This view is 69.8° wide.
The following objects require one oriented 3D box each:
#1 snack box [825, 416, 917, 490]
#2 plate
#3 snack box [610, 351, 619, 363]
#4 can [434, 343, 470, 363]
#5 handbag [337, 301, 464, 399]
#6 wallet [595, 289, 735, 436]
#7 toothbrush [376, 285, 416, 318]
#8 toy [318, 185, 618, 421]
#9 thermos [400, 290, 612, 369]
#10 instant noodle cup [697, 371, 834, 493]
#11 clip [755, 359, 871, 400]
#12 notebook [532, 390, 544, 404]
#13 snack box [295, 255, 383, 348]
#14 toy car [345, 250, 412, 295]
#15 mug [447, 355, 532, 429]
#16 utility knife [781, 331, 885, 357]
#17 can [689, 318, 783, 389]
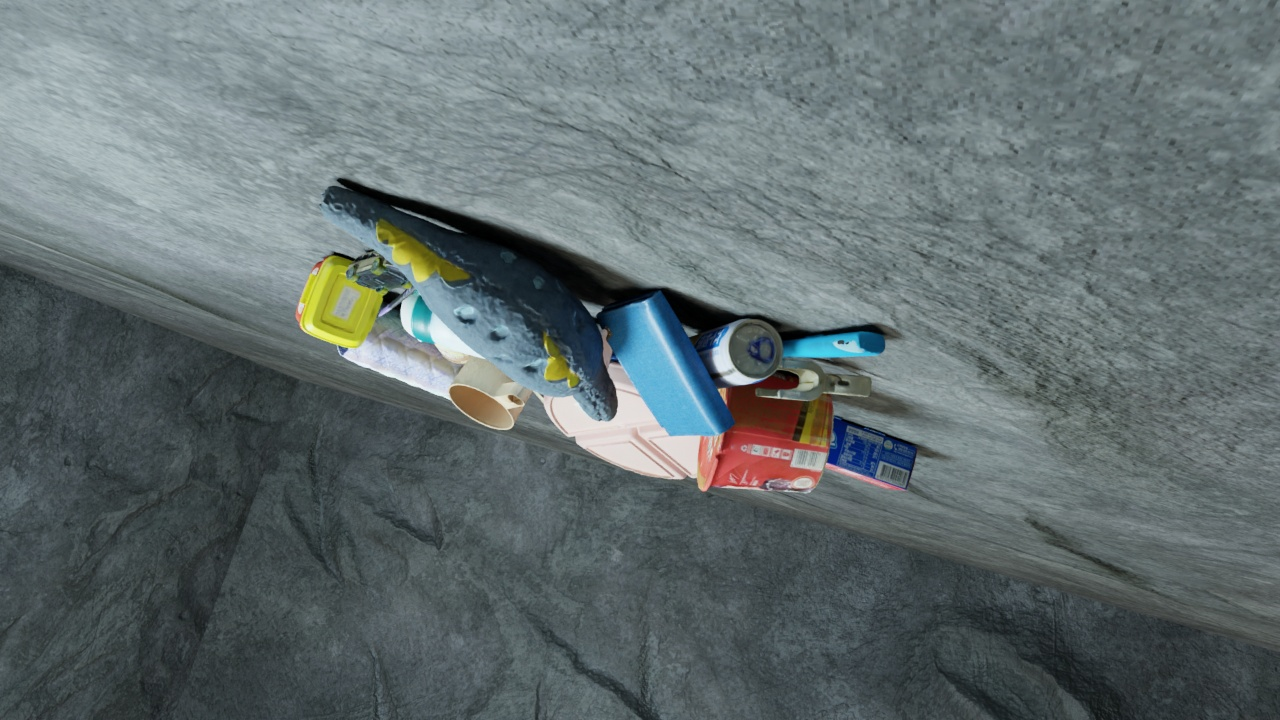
[{"bbox_3d":[0.218,0.096,1.074,0.207,0.057,0.058,19,172,-13],"label":"snack box"},{"bbox_3d":[-0.009,0.075,1.051,0.229,0.028,0.230,18,151,10],"label":"plate"},{"bbox_3d":[-0.009,0.006,1.002,0.157,0.026,0.084,12,158,22],"label":"snack box"},{"bbox_3d":[-0.216,-0.033,1.080,0.058,0.058,0.116,17,169,-3],"label":"can"},{"bbox_3d":[-0.286,-0.010,1.176,0.193,0.075,0.134,24,-171,-27],"label":"handbag"},{"bbox_3d":[0.021,0.004,0.792,0.133,0.040,0.106,61,156,-10],"label":"wallet"},{"bbox_3d":[-0.238,-0.071,0.937,0.016,0.014,0.189,33,150,-24],"label":"toothbrush"},{"bbox_3d":[-0.106,-0.033,0.783,0.138,0.091,0.356,13,159,47],"label":"toy"},{"bbox_3d":[-0.143,-0.032,0.960,0.224,0.073,0.073,14,170,15],"label":"thermos"},{"bbox_3d":[0.122,0.071,0.905,0.108,0.137,0.138,11,170,-4],"label":"instant noodle cup"},{"bbox_3d":[0.145,0.018,0.816,0.103,0.035,0.093,4,178,-41],"label":"clip"},{"bbox_3d":[-0.099,0.046,1.243,0.147,0.008,0.208,24,-171,-34],"label":"notebook"},{"bbox_3d":[-0.339,-0.067,1.019,0.082,0.091,0.080,23,175,-34],"label":"snack box"},{"bbox_3d":[-0.256,-0.090,0.910,0.042,0.035,0.091,24,162,-40],"label":"toy car"},{"bbox_3d":[-0.145,0.010,1.033,0.084,0.103,0.125,43,146,-25],"label":"mug"},{"bbox_3d":[0.131,-0.011,0.757,0.034,0.018,0.199,3,177,-24],"label":"utility knife"},{"bbox_3d":[0.073,-0.003,0.794,0.053,0.053,0.135,19,169,-14],"label":"can"}]
